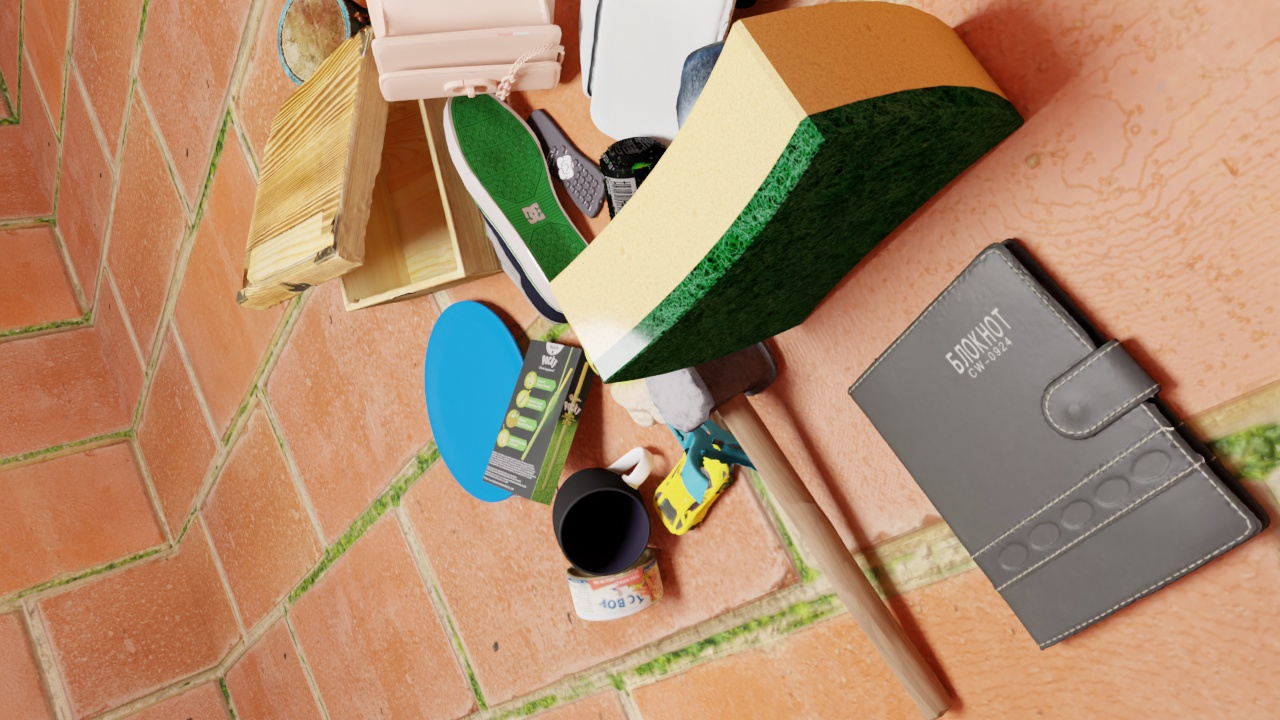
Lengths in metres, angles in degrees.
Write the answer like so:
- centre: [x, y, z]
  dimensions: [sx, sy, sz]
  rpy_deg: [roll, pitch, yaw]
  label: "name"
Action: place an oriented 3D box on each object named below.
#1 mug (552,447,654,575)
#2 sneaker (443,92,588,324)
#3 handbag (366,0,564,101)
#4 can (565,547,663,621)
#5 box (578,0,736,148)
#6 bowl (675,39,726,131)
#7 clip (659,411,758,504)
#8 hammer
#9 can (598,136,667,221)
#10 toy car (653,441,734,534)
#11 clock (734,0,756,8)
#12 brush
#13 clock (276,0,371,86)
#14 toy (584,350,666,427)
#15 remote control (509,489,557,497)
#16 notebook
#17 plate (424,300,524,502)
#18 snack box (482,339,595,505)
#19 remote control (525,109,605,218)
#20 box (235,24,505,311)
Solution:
- centre: [-0.031, 0.127, 0.849]
  dimensions: [0.119, 0.085, 0.100]
  rpy_deg: [-54, 16, 2]
  label: "mug"
- centre: [-0.119, -0.138, 0.849]
  dimensions: [0.235, 0.084, 0.079]
  rpy_deg: [61, 146, 3]
  label: "sneaker"
- centre: [-0.140, -0.317, 0.777]
  dimensions: [0.117, 0.198, 0.187]
  rpy_deg: [129, 134, -78]
  label: "handbag"
- centre: [-0.024, 0.208, 0.860]
  dimensions: [0.086, 0.086, 0.043]
  rpy_deg: [-8, 96, 50]
  label: "can"
- centre: [-0.007, -0.256, 0.662]
  dimensions: [0.186, 0.084, 0.211]
  rpy_deg: [53, 157, 16]
  label: "box"
- centre: [0.067, -0.156, 0.620]
  dimensions: [0.110, 0.055, 0.110]
  rpy_deg: [19, 147, 12]
  label: "bowl"
- centre: [0.069, 0.074, 0.732]
  dimensions: [0.120, 0.119, 0.033]
  rpy_deg: [-85, 8, -60]
  label: "clip"
- centre: [0.122, 0.115, 0.674]
  dimensions: [0.328, 0.097, 0.052]
  rpy_deg: [57, 139, 9]
  label: "hammer"
- centre: [0.004, -0.105, 0.724]
  dimensions: [0.054, 0.053, 0.138]
  rpy_deg: [25, 138, 42]
  label: "can"
- centre: [0.045, 0.109, 0.794]
  dimensions: [0.049, 0.030, 0.107]
  rpy_deg: [52, 134, 25]
  label: "toy car"
- centre: [0.063, -0.295, 0.625]
  dimensions: [0.091, 0.042, 0.121]
  rpy_deg: [59, 138, 16]
  label: "clock"
- centre: [0.081, -0.092, 0.555]
  dimensions: [0.075, 0.194, 0.251]
  rpy_deg: [60, 138, 16]
  label: "brush"
- centre: [-0.325, -0.362, 1.021]
  dimensions: [0.158, 0.073, 0.121]
  rpy_deg: [-14, 89, 30]
  label: "clock"
- centre: [-0.005, 0.005, 0.803]
  dimensions: [0.092, 0.046, 0.115]
  rpy_deg: [-18, 97, 44]
  label: "toy"
- centre: [-0.139, 0.127, 1.022]
  dimensions: [0.136, 0.011, 0.050]
  rpy_deg: [-12, 93, 50]
  label: "remote control"
- centre: [0.237, 0.052, 0.559]
  dimensions: [0.209, 0.029, 0.170]
  rpy_deg: [54, 137, 19]
  label: "notebook"
- centre: [-0.174, 0.045, 1.017]
  dimensions: [0.225, 0.024, 0.224]
  rpy_deg: [12, 107, 47]
  label: "plate"
- centre: [-0.096, 0.057, 0.883]
  dimensions: [0.080, 0.025, 0.147]
  rpy_deg: [11, 81, 46]
  label: "snack box"
- centre: [-0.071, -0.183, 0.841]
  dimensions: [0.124, 0.009, 0.047]
  rpy_deg: [49, 134, 26]
  label: "remote control"
- centre: [-0.285, -0.189, 0.930]
  dimensions: [0.280, 0.220, 0.258]
  rpy_deg: [-7, 95, 51]
  label: "box"
